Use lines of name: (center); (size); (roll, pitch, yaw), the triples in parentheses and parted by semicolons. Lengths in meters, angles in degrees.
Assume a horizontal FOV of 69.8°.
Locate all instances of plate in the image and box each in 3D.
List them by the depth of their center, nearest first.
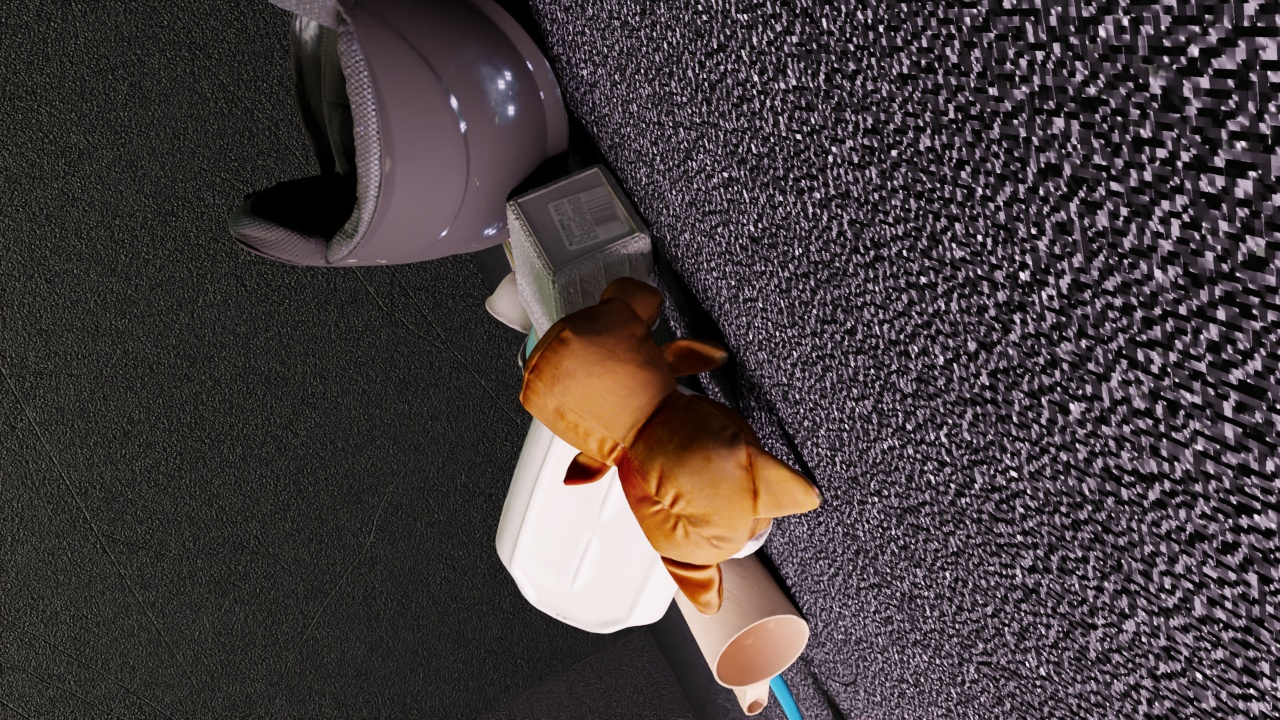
plate: (-0.031, 0.123, 0.726); (0.034, 0.162, 0.266); (-61, -6, -58)

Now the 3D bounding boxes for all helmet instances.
helmet: (-0.181, -0.192, 0.671); (0.274, 0.229, 0.234); (62, 142, 44)

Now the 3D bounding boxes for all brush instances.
brush: (0.137, 0.305, 0.780); (0.254, 0.046, 0.083); (51, 172, 38)

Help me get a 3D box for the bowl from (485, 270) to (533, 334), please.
bowl: (-0.107, -0.076, 1.027); (0.118, 0.118, 0.065); (50, 125, 55)

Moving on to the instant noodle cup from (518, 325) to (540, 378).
instant noodle cup: (-0.064, -0.018, 0.910); (0.111, 0.111, 0.121); (61, 162, 16)

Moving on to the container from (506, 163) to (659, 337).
container: (-0.042, -0.070, 0.664); (0.090, 0.090, 0.114); (59, 167, 25)

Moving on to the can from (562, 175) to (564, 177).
can: (-0.113, -0.183, 0.802); (0.094, 0.066, 0.066); (63, 171, 3)

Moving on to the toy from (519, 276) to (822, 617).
toy: (0.017, 0.051, 0.585); (0.199, 0.130, 0.140); (47, 126, 26)

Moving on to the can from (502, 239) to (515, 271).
can: (-0.129, -0.115, 1.129); (0.074, 0.049, 0.148); (58, 170, 32)

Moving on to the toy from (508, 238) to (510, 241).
toy: (-0.143, -0.189, 0.920); (0.178, 0.075, 0.194); (53, -167, -57)

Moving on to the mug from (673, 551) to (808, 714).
mug: (0.078, 0.219, 0.772); (0.103, 0.084, 0.125); (-124, 26, -49)
